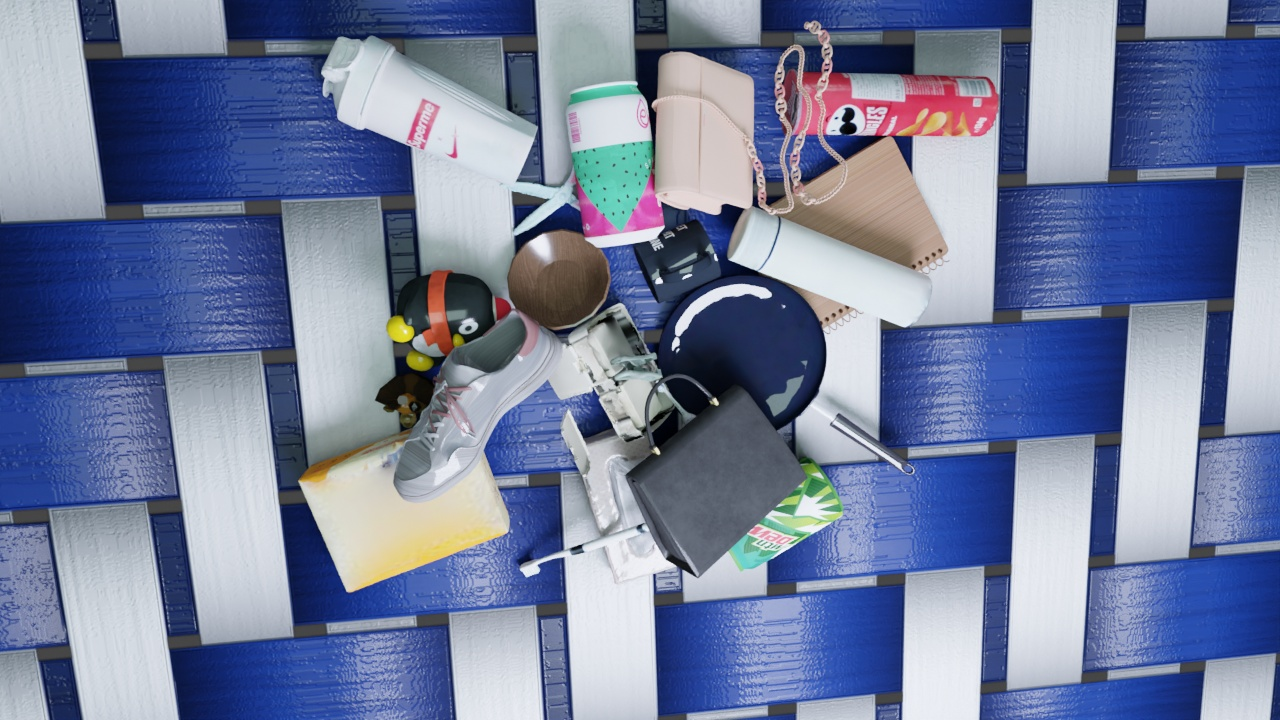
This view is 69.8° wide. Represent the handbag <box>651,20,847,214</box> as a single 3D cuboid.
[{"bbox_3d":[0.102,-0.258,0.949,0.116,0.188,0.198,8,81,-43],"label":"handbag"}]

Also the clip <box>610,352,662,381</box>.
[{"bbox_3d":[-0.005,0.008,1.013,0.023,0.076,0.047,-24,77,31],"label":"clip"}]

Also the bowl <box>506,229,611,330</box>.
[{"bbox_3d":[-0.090,-0.088,1.035,0.118,0.030,0.117,-1,77,6],"label":"bowl"}]

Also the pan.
[{"bbox_3d":[0.185,0.039,1.093,0.356,0.021,0.199,33,103,-7],"label":"pan"}]

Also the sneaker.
[{"bbox_3d":[-0.186,0.037,0.953,0.236,0.099,0.089,-50,139,-12],"label":"sneaker"}]

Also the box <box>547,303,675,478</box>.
[{"bbox_3d":[-0.067,0.041,1.020,0.101,0.193,0.143,-23,98,33],"label":"box"}]

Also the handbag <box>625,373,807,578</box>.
[{"bbox_3d":[0.065,0.103,1.019,0.175,0.072,0.196,-38,112,-19],"label":"handbag"}]

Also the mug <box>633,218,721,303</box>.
[{"bbox_3d":[0.044,-0.108,1.023,0.077,0.105,0.071,-24,107,-3],"label":"mug"}]

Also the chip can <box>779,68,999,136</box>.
[{"bbox_3d":[0.280,-0.289,1.038,0.233,0.073,0.073,-1,100,-8],"label":"chip can"}]

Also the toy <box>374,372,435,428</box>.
[{"bbox_3d":[-0.256,0.045,1.016,0.076,0.100,0.062,6,93,-7],"label":"toy"}]

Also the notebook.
[{"bbox_3d":[0.242,-0.138,1.085,0.210,0.022,0.169,-31,102,-1],"label":"notebook"}]

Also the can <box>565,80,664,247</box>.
[{"bbox_3d":[-0.028,-0.210,0.989,0.088,0.088,0.166,-10,101,-6],"label":"can"}]

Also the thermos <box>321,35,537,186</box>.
[{"bbox_3d":[-0.222,-0.264,0.969,0.220,0.099,0.099,22,96,-14],"label":"thermos"}]

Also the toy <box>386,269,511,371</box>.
[{"bbox_3d":[-0.205,-0.052,1.004,0.119,0.099,0.098,-8,145,6],"label":"toy"}]

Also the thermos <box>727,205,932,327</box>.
[{"bbox_3d":[0.214,-0.106,1.042,0.230,0.068,0.068,19,97,-10],"label":"thermos"}]

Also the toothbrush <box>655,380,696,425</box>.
[{"bbox_3d":[0.073,0.086,1.083,0.022,0.024,0.185,-30,117,18],"label":"toothbrush"}]

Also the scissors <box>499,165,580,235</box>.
[{"bbox_3d":[-0.066,-0.180,1.043,0.172,0.014,0.158,-38,102,0],"label":"scissors"}]

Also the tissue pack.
[{"bbox_3d":[-0.008,0.169,1.088,0.104,0.071,0.181,-16,98,-3],"label":"tissue pack"}]

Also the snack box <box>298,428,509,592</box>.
[{"bbox_3d":[-0.266,0.159,1.043,0.195,0.080,0.145,-20,101,-4],"label":"snack box"}]

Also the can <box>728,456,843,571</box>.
[{"bbox_3d":[0.162,0.185,1.101,0.144,0.083,0.083,-31,102,-1],"label":"can"}]

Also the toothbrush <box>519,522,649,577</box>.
[{"bbox_3d":[-0.062,0.221,1.079,0.187,0.012,0.017,-22,112,20],"label":"toothbrush"}]
